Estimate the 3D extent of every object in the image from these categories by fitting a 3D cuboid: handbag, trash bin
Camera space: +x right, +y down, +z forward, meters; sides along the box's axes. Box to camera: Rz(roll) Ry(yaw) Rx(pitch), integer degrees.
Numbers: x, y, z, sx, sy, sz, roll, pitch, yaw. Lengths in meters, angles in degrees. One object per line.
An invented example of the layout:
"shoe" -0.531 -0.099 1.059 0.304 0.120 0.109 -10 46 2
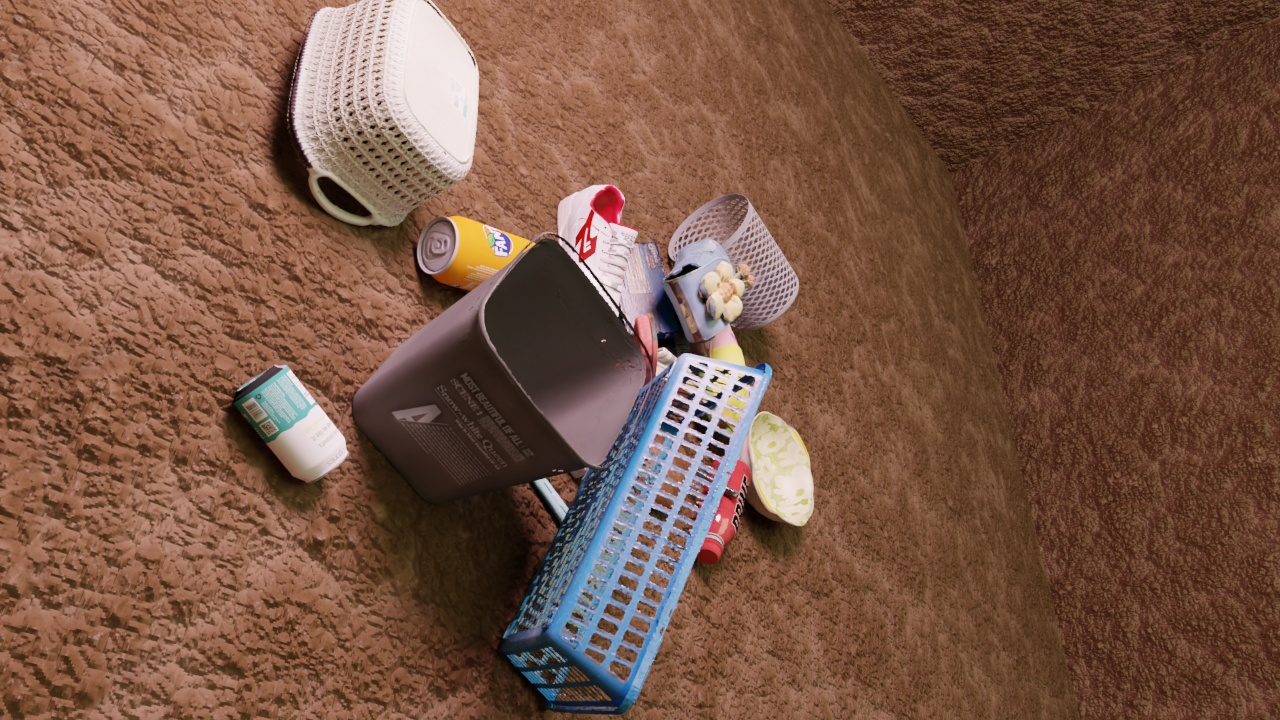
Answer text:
"handbag" 0.106 -0.111 1.359 0.122 0.119 0.191 65 24 -16
"trash bin" -0.143 0.024 0.915 0.197 0.221 0.196 53 34 -19
"trash bin" 0.163 -0.159 1.546 0.183 0.157 0.156 48 36 -31

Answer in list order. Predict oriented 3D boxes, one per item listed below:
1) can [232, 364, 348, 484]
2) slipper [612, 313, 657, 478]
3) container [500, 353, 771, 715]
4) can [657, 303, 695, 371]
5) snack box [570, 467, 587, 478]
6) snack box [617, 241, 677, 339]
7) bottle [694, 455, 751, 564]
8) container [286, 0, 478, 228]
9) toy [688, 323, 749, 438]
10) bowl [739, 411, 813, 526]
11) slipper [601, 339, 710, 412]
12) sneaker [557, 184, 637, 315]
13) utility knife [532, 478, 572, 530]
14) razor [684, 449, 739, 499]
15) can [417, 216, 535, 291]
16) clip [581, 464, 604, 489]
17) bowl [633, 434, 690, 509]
"can" -0.308 0.056 0.811 0.101 0.055 0.054 56 33 -15
"slipper" -0.018 0.047 1.140 0.103 0.059 0.249 -100 -168 -48
"container" -0.017 0.165 0.929 0.089 0.258 0.361 31 63 -8
"can" 0.046 -0.028 1.381 0.054 0.054 0.137 14 58 -51
"snack box" -0.101 0.065 1.134 0.150 0.026 0.081 53 33 -18
"snack box" -0.001 -0.102 1.351 0.082 0.027 0.150 -3 70 -22
"bottle" 0.113 0.216 1.313 0.062 0.062 0.176 52 35 -21
"container" -0.271 -0.280 1.002 0.185 0.143 0.251 47 35 -51
"toy" 0.123 0.032 1.421 0.190 0.088 0.238 32 43 -58
"bowl" 0.205 0.181 1.472 0.188 0.060 0.218 63 31 -4
"slipper" -0.007 0.007 1.238 0.272 0.115 0.054 29 68 -40
"sneaker" -0.050 -0.144 1.269 0.090 0.105 0.236 29 48 -43
"utility knife" -0.116 0.145 1.073 0.147 0.015 0.022 56 35 -10
"razor" 0.092 0.166 1.300 0.106 0.026 0.042 29 27 14
"can" -0.185 -0.118 1.080 0.142 0.079 0.079 13 59 -52
"clip" -0.098 0.059 1.087 0.164 0.031 0.172 33 42 -45
"bowl" 0.033 0.144 1.248 0.101 0.026 0.114 12 60 -31
